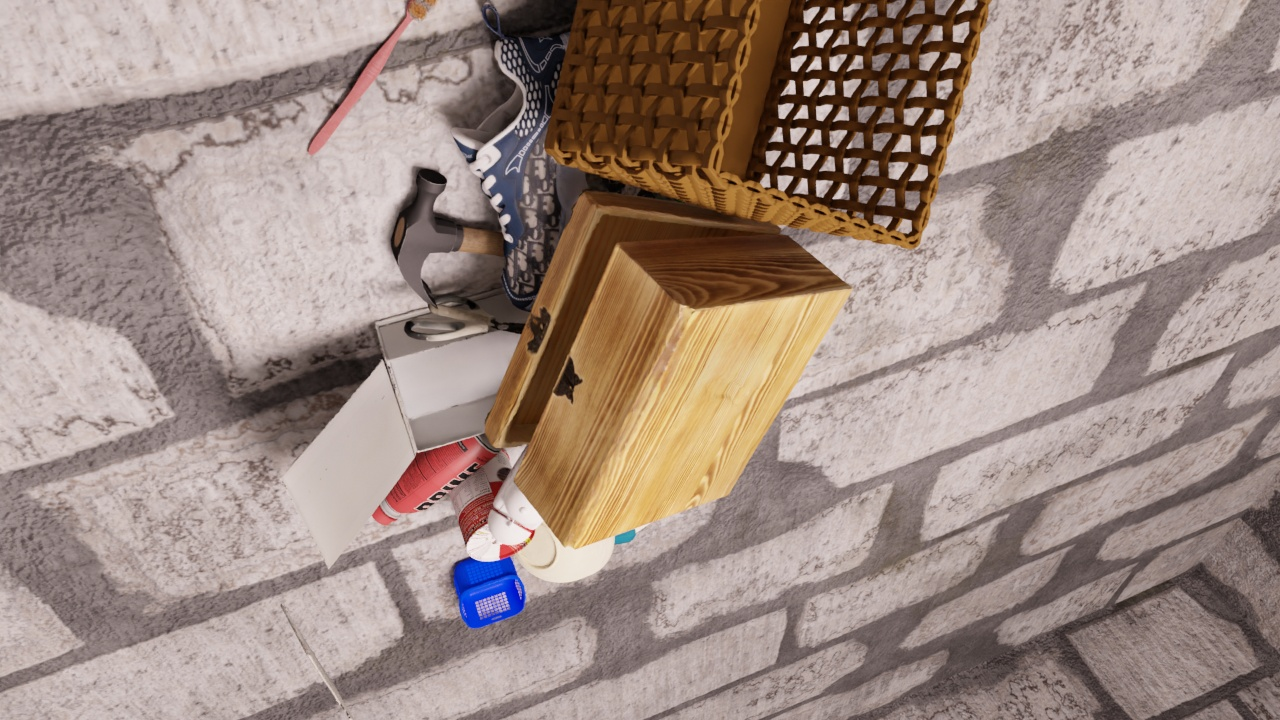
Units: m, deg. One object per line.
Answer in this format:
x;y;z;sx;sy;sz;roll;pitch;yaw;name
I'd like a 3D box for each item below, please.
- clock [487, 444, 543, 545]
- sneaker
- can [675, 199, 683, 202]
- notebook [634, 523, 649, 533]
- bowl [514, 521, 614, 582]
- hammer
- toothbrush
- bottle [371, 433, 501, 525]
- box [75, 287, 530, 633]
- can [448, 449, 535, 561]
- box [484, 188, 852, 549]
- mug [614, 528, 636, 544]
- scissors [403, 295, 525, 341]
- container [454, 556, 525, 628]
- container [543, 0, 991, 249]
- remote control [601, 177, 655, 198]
-0.109;0.134;1.053;0.073;0.160;0.126;32;139;-6;clock
-0.107;-0.172;0.819;0.132;0.103;0.270;6;119;-19;sneaker
0.053;-0.120;0.956;0.140;0.088;0.088;-47;141;-3;can
0.013;0.102;1.165;0.153;0.012;0.209;-33;118;-11;notebook
-0.116;0.228;1.199;0.151;0.151;0.075;-53;168;28;bowl
-0.101;-0.109;0.944;0.304;0.040;0.133;4;128;-34;hammer
-0.220;-0.235;0.749;0.015;0.015;0.185;28;118;-39;toothbrush
-0.251;0.136;1.101;0.177;0.062;0.062;-37;141;11;bottle
-0.299;0.090;0.934;0.477;0.119;0.167;-36;146;-27;box
-0.188;0.176;1.138;0.086;0.116;0.087;-16;140;-15;can
0.027;0.005;0.863;0.244;0.168;0.280;-7;132;-42;box
-0.074;0.231;1.303;0.107;0.083;0.114;-2;147;-34;mug
-0.152;-0.040;0.912;0.162;0.154;0.013;-11;121;-24;scissors
-0.222;0.330;1.336;0.096;0.058;0.114;-16;140;-15;container
0.094;-0.242;0.693;0.219;0.214;0.252;9;99;-37;container
-0.014;-0.180;0.934;0.046;0.009;0.124;-27;141;-2;remote control
